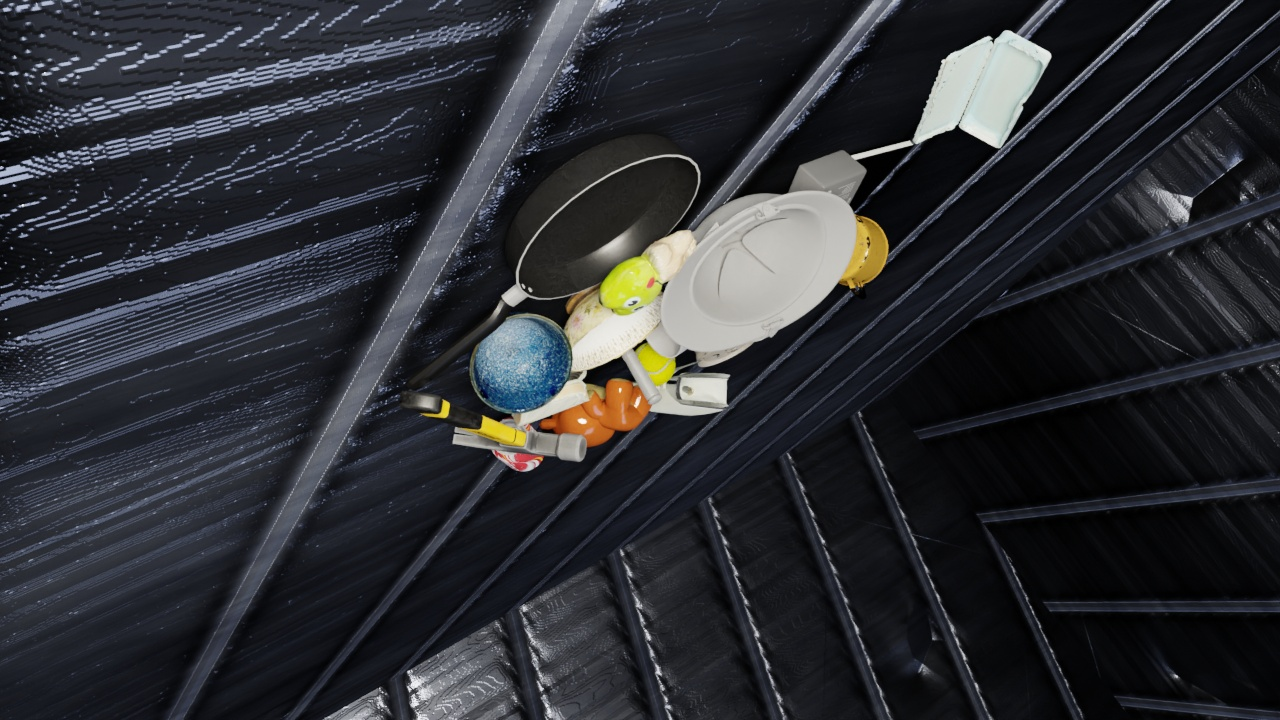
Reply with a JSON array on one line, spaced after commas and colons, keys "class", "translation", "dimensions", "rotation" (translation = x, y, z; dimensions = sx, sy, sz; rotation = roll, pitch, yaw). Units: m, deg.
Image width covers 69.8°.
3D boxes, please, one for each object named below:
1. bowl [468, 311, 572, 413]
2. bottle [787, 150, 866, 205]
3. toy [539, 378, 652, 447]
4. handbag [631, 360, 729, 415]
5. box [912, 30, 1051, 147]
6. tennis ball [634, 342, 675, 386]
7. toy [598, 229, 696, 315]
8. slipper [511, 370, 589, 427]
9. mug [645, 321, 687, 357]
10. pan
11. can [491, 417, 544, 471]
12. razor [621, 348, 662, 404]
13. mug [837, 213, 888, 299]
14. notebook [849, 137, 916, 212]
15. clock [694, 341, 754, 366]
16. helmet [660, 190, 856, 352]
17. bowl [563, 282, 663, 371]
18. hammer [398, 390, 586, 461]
[{"class": "bowl", "translation": [-0.138, -0.004, 1.004], "dimensions": [0.114, 0.061, 0.114], "rotation": [-10, 113, -24]}, {"class": "bottle", "translation": [0.215, -0.179, 1.174], "dimensions": [0.083, 0.046, 0.174], "rotation": [-25, 151, -32]}, {"class": "toy", "translation": [-0.068, 0.080, 1.337], "dimensions": [0.176, 0.096, 0.112], "rotation": [-35, 155, 19]}, {"class": "handbag", "translation": [0.037, 0.040, 1.442], "dimensions": [0.176, 0.074, 0.151], "rotation": [6, 171, -17]}, {"class": "box", "translation": [0.427, -0.332, 1.164], "dimensions": [0.126, 0.074, 0.197], "rotation": [-14, 162, 2]}, {"class": "tennis ball", "translation": [0.018, 0.006, 1.347], "dimensions": [0.065, 0.065, 0.065], "rotation": [-31, 164, -10]}, {"class": "toy", "translation": [0.010, -0.091, 0.948], "dimensions": [0.118, 0.043, 0.092], "rotation": [-38, 165, 8]}, {"class": "slipper", "translation": [-0.116, 0.045, 1.161], "dimensions": [0.114, 0.054, 0.273], "rotation": [-25, 179, -6]}, {"class": "mug", "translation": [0.058, -0.069, 1.233], "dimensions": [0.089, 0.071, 0.107], "rotation": [-33, 138, -35]}, {"class": "pan", "translation": [-0.097, -0.091, 0.887], "dimensions": [0.356, 0.044, 0.204], "rotation": [-37, 164, 10]}, {"class": "can", "translation": [-0.175, 0.119, 1.304], "dimensions": [0.064, 0.064, 0.105], "rotation": [-33, 164, -4]}, {"class": "razor", "translation": [-0.007, 0.007, 1.212], "dimensions": [0.047, 0.116, 0.088], "rotation": [-6, 148, -49]}, {"class": "mug", "translation": [0.285, -0.145, 1.271], "dimensions": [0.101, 0.123, 0.094], "rotation": [-20, 171, 28]}, {"class": "notebook", "translation": [0.275, -0.222, 1.279], "dimensions": [0.148, 0.016, 0.207], "rotation": [-22, 160, -39]}, {"class": "clock", "translation": [0.143, -0.050, 1.442], "dimensions": [0.157, 0.061, 0.103], "rotation": [-31, 164, 17]}, {"class": "helmet", "translation": [0.117, -0.126, 1.091], "dimensions": [0.270, 0.117, 0.184], "rotation": [-24, 131, -17]}, {"class": "bowl", "translation": [-0.041, -0.053, 1.068], "dimensions": [0.145, 0.063, 0.145], "rotation": [-31, 164, -10]}, {"class": "hammer", "translation": [-0.187, 0.074, 1.049], "dimensions": [0.170, 0.034, 0.324], "rotation": [5, 168, 15]}]
